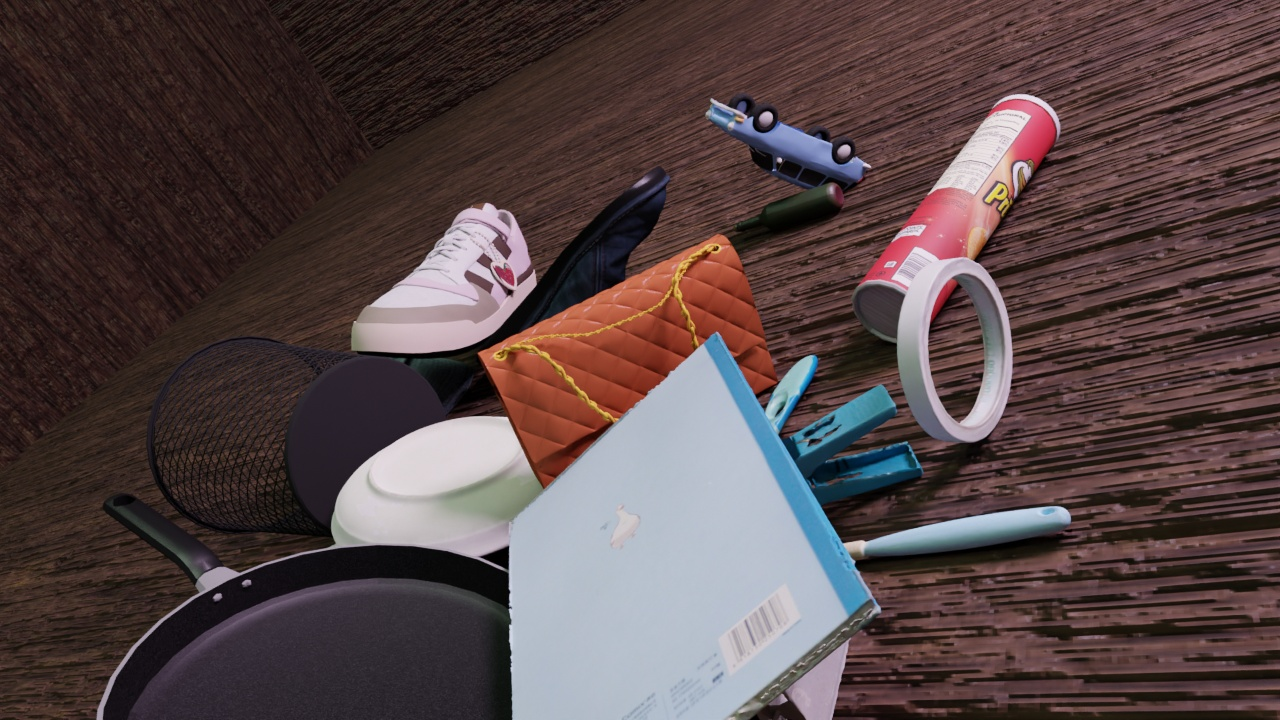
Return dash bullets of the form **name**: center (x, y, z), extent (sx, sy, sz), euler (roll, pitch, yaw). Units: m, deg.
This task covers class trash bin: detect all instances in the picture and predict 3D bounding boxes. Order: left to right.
- **trash bin**: center (-0.285, 0.069, 0.788), extent (0.211, 0.184, 0.183), euler (0, 41, 42)

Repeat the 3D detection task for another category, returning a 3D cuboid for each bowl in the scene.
- **bowl**: center (-0.243, 0.029, 0.936), extent (0.137, 0.057, 0.136), euler (-28, 26, 14)

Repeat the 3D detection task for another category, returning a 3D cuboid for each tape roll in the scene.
- **tape roll**: center (0.160, -0.005, 0.462), extent (0.013, 0.093, 0.092), euler (-4, 38, 48)

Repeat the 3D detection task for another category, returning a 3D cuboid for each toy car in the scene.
- **toy car**: center (0.125, -0.185, 0.791), extent (0.055, 0.153, 0.056), euler (-67, 29, 18)

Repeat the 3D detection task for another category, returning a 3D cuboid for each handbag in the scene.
- **handbag**: center (-0.003, 0.004, 0.588), extent (0.171, 0.109, 0.060), euler (-27, 29, -12)

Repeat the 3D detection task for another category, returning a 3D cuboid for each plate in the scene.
- **plate**: center (-0.134, 0.081, 0.658), extent (0.182, 0.034, 0.182), euler (-8, 23, 3)

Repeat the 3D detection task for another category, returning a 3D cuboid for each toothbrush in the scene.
- **toothbrush**: center (0.084, 0.037, 0.569), extent (0.022, 0.017, 0.134), euler (-15, 31, 42)
- **toothbrush**: center (0.122, 0.086, 0.436), extent (0.155, 0.016, 0.022), euler (-17, 23, 33)

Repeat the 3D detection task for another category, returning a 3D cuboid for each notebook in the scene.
- **notebook**: center (0.001, 0.094, 0.446), extent (0.181, 0.009, 0.253), euler (-43, 23, 11)

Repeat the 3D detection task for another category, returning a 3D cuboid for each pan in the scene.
- **pan**: center (-0.199, 0.149, 0.503), extent (0.357, 0.034, 0.224), euler (19, 26, 32)

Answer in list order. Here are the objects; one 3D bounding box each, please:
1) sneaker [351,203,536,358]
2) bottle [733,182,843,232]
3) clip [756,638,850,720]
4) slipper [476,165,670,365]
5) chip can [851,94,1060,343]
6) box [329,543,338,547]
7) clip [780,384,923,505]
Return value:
- **sneaker**: center (-0.182, -0.086, 0.903), extent (0.112, 0.116, 0.293), euler (3, 18, 19)
- **bottle**: center (0.128, -0.130, 0.809), extent (0.106, 0.025, 0.025), euler (-13, 32, 37)
- **clip**: center (0.070, 0.132, 0.379), extent (0.052, 0.060, 0.101), euler (2, 40, 23)
- **slipper**: center (-0.044, -0.060, 0.835), extent (0.266, 0.083, 0.108), euler (-46, -1, 29)
- **chip can**: center (0.215, -0.099, 0.615), extent (0.052, 0.052, 0.214), euler (1, 42, 51)
- **box**: center (-0.192, 0.158, 0.613), extent (0.143, 0.044, 0.184), euler (-29, 18, -11)
- **clip**: center (0.070, 0.047, 0.474), extent (0.130, 0.120, 0.030), euler (-41, 21, 18)
